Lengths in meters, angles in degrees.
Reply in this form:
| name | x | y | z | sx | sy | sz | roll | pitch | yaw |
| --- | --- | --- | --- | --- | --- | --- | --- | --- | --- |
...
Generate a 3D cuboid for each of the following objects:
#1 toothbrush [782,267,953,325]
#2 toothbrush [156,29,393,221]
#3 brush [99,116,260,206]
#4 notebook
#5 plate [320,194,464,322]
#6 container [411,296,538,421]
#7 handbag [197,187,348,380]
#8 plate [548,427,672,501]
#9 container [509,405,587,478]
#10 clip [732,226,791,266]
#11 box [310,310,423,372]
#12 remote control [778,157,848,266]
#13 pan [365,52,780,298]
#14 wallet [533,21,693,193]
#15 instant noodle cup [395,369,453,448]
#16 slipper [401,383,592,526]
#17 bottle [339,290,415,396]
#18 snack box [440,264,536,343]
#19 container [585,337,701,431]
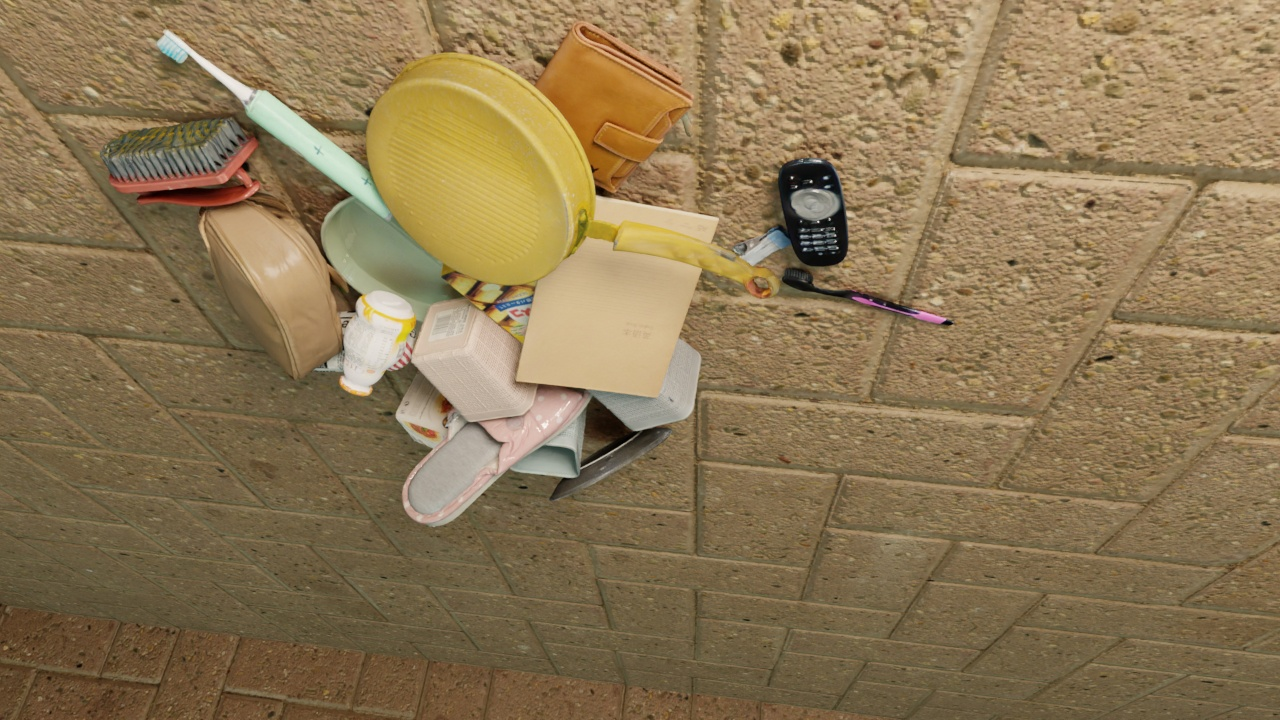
| name | x | y | z | sx | sy | sz | roll | pitch | yaw |
| --- | --- | --- | --- | --- | --- | --- | --- | --- | --- |
| toothbrush | 0.224 | -0.061 | 0.897 | 0.189 | 0.017 | 0.014 | 13 | 151 | -14 |
| toothbrush | -0.295 | -0.195 | 0.767 | 0.224 | 0.027 | 0.026 | 39 | 180 | -26 |
| brush | -0.414 | -0.170 | 0.823 | 0.146 | 0.063 | 0.069 | -1 | 135 | 19 |
| notebook | -0.027 | -0.056 | 0.869 | 0.149 | 0.012 | 0.212 | 8 | 126 | -14 |
| plate | -0.201 | -0.102 | 0.920 | 0.230 | 0.027 | 0.231 | 7 | 149 | 4 |
| container | -0.171 | -0.005 | 0.963 | 0.090 | 0.090 | 0.111 | -8 | 142 | 26 |
| handbag | -0.362 | -0.077 | 0.922 | 0.148 | 0.099 | 0.205 | 46 | 153 | 13 |
| plate | -0.042 | 0.125 | 1.170 | 0.180 | 0.178 | 0.024 | -27 | 91 | 45 |
| container | -0.111 | 0.070 | 1.104 | 0.090 | 0.111 | 0.090 | 6 | 150 | 3 |
| clip | 0.111 | -0.103 | 0.843 | 0.057 | 0.028 | 0.024 | -25 | 139 | 29 |
| box | -0.317 | -0.016 | 1.040 | 0.162 | 0.085 | 0.075 | 2 | 145 | 16 |
| remote control | 0.149 | -0.129 | 0.785 | 0.053 | 0.024 | 0.136 | 0 | 147 | 18 |
| pan | -0.055 | -0.121 | 0.749 | 0.357 | 0.078 | 0.198 | 29 | 141 | 4 |
| wallet | -0.028 | -0.192 | 0.722 | 0.119 | 0.035 | 0.131 | 27 | 146 | -18 |
| instant noodle cup | -0.224 | 0.069 | 1.143 | 0.124 | 0.116 | 0.116 | 12 | 152 | 18 |
| slipper | -0.160 | 0.074 | 1.019 | 0.274 | 0.114 | 0.054 | -41 | 145 | -2 |
| bottle | -0.279 | -0.016 | 0.957 | 0.063 | 0.063 | 0.108 | 21 | 109 | -21 |
| snack box | -0.117 | -0.067 | 0.901 | 0.087 | 0.033 | 0.140 | -12 | 146 | 30 |
| container | -0.006 | 0.006 | 0.994 | 0.090 | 0.090 | 0.114 | -16 | 139 | 35 |
